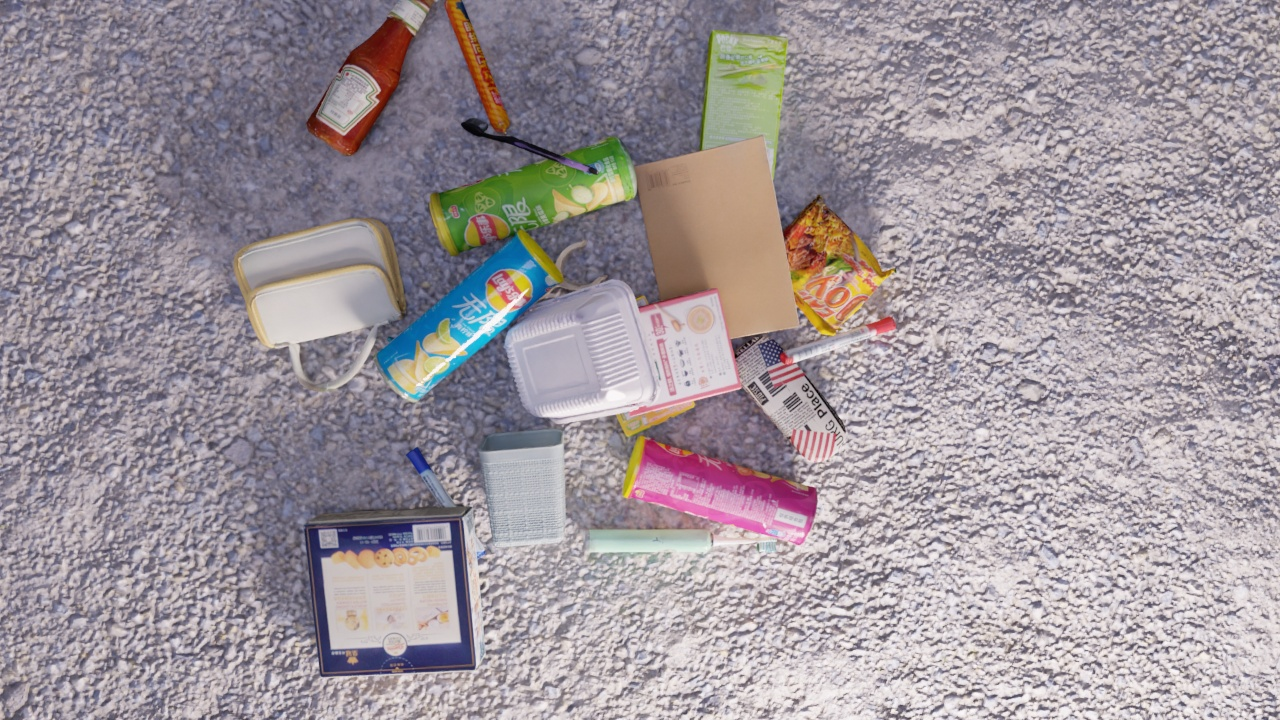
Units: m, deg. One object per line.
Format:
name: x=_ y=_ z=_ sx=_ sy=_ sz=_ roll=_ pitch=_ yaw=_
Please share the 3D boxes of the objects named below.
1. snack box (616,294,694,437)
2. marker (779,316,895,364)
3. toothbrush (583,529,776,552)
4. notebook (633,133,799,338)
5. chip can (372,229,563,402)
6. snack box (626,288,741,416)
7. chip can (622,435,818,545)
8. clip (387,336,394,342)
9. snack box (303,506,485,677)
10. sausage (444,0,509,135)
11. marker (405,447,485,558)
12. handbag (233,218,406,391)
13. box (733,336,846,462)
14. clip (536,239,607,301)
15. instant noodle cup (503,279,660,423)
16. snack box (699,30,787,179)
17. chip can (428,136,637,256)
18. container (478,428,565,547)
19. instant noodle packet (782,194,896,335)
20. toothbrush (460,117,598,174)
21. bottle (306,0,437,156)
snack box: x=-0.006 y=0.006 z=1.036 sx=0.087 sy=0.033 sz=0.140 roll=-25 pitch=94 yaw=0
marker: x=0.223 y=-0.022 z=1.032 sx=0.145 sy=0.017 sz=0.017 roll=-17 pitch=96 yaw=-17
toothbrush: x=0.046 y=0.208 z=1.059 sx=0.224 sy=0.026 sz=0.027 roll=0 pitch=73 yaw=-3
notebook: x=0.083 y=-0.127 z=1.015 sx=0.150 sy=0.012 sz=0.211 roll=-10 pitch=97 yaw=17
chip can: x=-0.184 y=-0.046 z=0.981 sx=0.210 sy=0.071 sz=0.071 roll=-40 pitch=96 yaw=6
snack box: x=0.034 y=-0.010 z=0.998 sx=0.127 sy=0.044 sz=0.113 roll=-14 pitch=96 yaw=-4
chip can: x=0.089 y=0.148 z=1.033 sx=0.210 sy=0.071 sz=0.071 roll=17 pitch=94 yaw=-5
clip: x=-0.260 y=-0.009 z=1.031 sx=0.057 sy=0.015 sz=0.049 roll=16 pitch=97 yaw=-7
snack box: x=-0.274 y=0.259 z=1.030 sx=0.178 sy=0.045 sz=0.182 roll=-3 pitch=97 yaw=2
sausage: x=-0.179 y=-0.324 z=1.003 sx=0.021 sy=0.021 sz=0.165 roll=-22 pitch=96 yaw=-1
marker: x=-0.221 y=0.163 z=1.046 sx=0.017 sy=0.017 sz=0.146 roll=-32 pitch=96 yaw=0
handbag: x=-0.342 y=-0.057 z=1.003 sx=0.163 sy=0.063 sz=0.179 roll=-13 pitch=99 yaw=0
box: x=0.168 y=0.044 z=1.046 sx=0.071 sy=0.060 sz=0.164 roll=-40 pitch=96 yaw=-22
clip: x=-0.089 y=-0.104 z=1.022 sx=0.102 sy=0.035 sz=0.094 roll=-3 pitch=99 yaw=5
instant noodle cup: x=-0.073 y=0.000 z=0.969 sx=0.174 sy=0.060 sz=0.138 roll=-13 pitch=96 yaw=42
snack box: x=0.112 y=-0.281 z=1.018 sx=0.086 sy=0.026 sz=0.156 roll=4 pitch=95 yaw=-3
chip can: x=-0.114 y=-0.178 z=0.994 sx=0.221 sy=0.072 sz=0.072 roll=-18 pitch=96 yaw=-2
container: x=-0.125 y=0.140 z=1.015 sx=0.090 sy=0.090 sz=0.111 roll=-5 pitch=98 yaw=-2
instant noodle packet: x=0.208 y=-0.103 z=1.031 sx=0.128 sy=0.044 sz=0.111 roll=44 pitch=96 yaw=-6
toothbrush: x=-0.119 y=-0.229 z=0.977 sx=0.189 sy=0.014 sz=0.016 roll=25 pitch=64 yaw=26
bottle: x=-0.280 y=-0.318 z=0.980 sx=0.060 sy=0.060 sz=0.206 roll=33 pitch=92 yaw=-5
